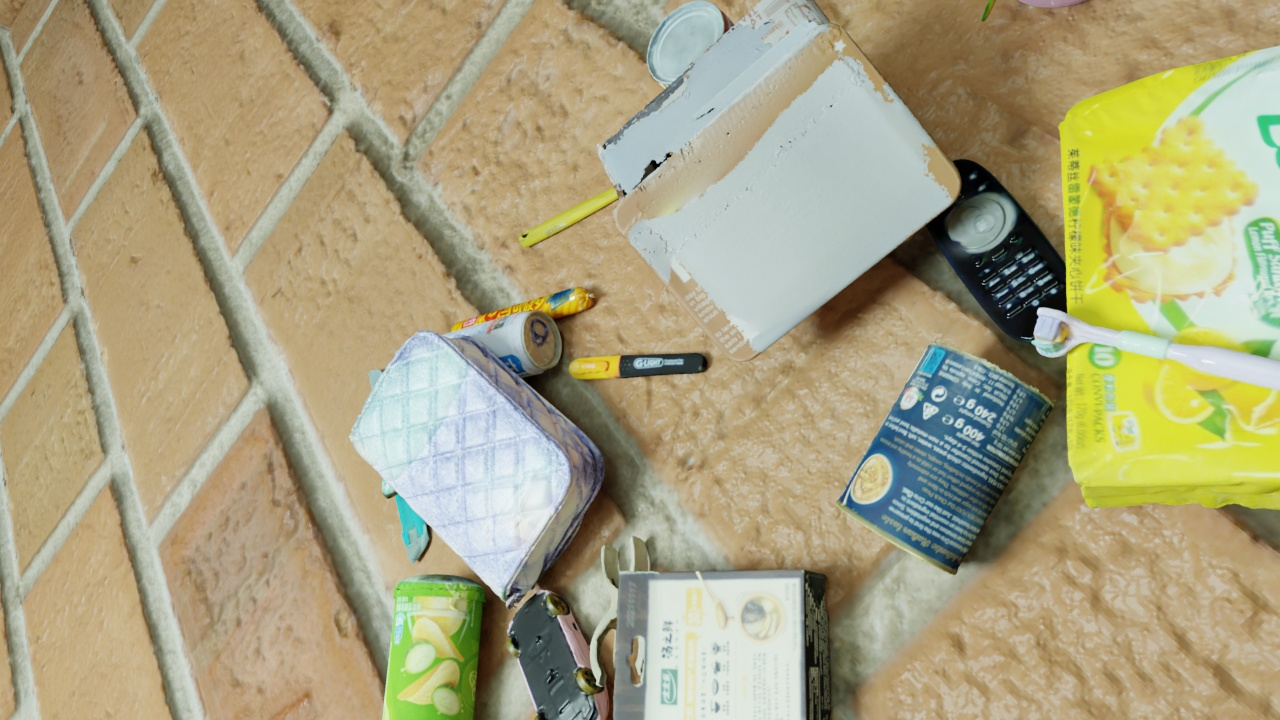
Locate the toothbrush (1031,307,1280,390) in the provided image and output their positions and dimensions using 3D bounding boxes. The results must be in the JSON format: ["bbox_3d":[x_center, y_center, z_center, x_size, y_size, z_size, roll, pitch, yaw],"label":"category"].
[{"bbox_3d":[0.271,0.006,0.406,0.189,0.029,0.021,18,48,40],"label":"toothbrush"}]

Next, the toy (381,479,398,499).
[{"bbox_3d":[-0.191,0.083,0.803,0.096,0.030,0.091,18,79,23],"label":"toy"}]

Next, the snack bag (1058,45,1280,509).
[{"bbox_3d":[0.300,-0.040,0.457,0.158,0.068,0.246,-5,72,37],"label":"snack bag"}]

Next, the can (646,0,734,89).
[{"bbox_3d":[0.057,-0.212,0.683,0.067,0.093,0.066,-13,67,33],"label":"can"}]

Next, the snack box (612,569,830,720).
[{"bbox_3d":[0.050,0.188,0.569,0.126,0.053,0.113,-9,69,32],"label":"snack box"}]

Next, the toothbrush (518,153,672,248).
[{"bbox_3d":[-0.030,-0.139,0.771,0.191,0.016,0.015,-23,61,29],"label":"toothbrush"}]

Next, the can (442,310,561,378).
[{"bbox_3d":[-0.133,-0.004,0.777,0.135,0.053,0.053,-13,66,33],"label":"can"}]

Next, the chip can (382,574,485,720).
[{"bbox_3d":[-0.160,0.273,0.686,0.073,0.072,0.221,-11,68,34],"label":"chip can"}]

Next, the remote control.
[{"bbox_3d":[0.216,-0.067,0.557,0.053,0.024,0.136,-38,54,22],"label":"remote control"}]

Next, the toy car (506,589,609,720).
[{"bbox_3d":[-0.057,0.219,0.654,0.056,0.037,0.122,-47,40,10],"label":"toy car"}]

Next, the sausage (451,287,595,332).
[{"bbox_3d":[-0.104,-0.038,0.788,0.165,0.021,0.021,-13,66,32],"label":"sausage"}]

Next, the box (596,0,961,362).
[{"bbox_3d":[0.091,-0.110,0.587,0.183,0.152,0.178,-37,58,21],"label":"box"}]

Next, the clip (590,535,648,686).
[{"bbox_3d":[0.003,0.173,0.628,0.084,0.034,0.104,-6,63,38],"label":"clip"}]

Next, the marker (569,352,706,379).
[{"bbox_3d":[-0.004,0.004,0.703,0.124,0.015,0.018,-3,77,34],"label":"marker"}]

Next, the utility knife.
[{"bbox_3d":[-0.224,0.089,0.837,0.029,0.013,0.207,-35,56,16],"label":"utility knife"}]

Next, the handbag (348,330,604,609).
[{"bbox_3d":[-0.125,0.075,0.705,0.194,0.075,0.134,40,104,24],"label":"handbag"}]

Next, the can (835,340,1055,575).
[{"bbox_3d":[0.170,0.053,0.516,0.075,0.075,0.111,32,94,39],"label":"can"}]

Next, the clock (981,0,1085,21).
[{"bbox_3d":[0.277,-0.281,0.555,0.159,0.059,0.117,-12,80,30],"label":"clock"}]
